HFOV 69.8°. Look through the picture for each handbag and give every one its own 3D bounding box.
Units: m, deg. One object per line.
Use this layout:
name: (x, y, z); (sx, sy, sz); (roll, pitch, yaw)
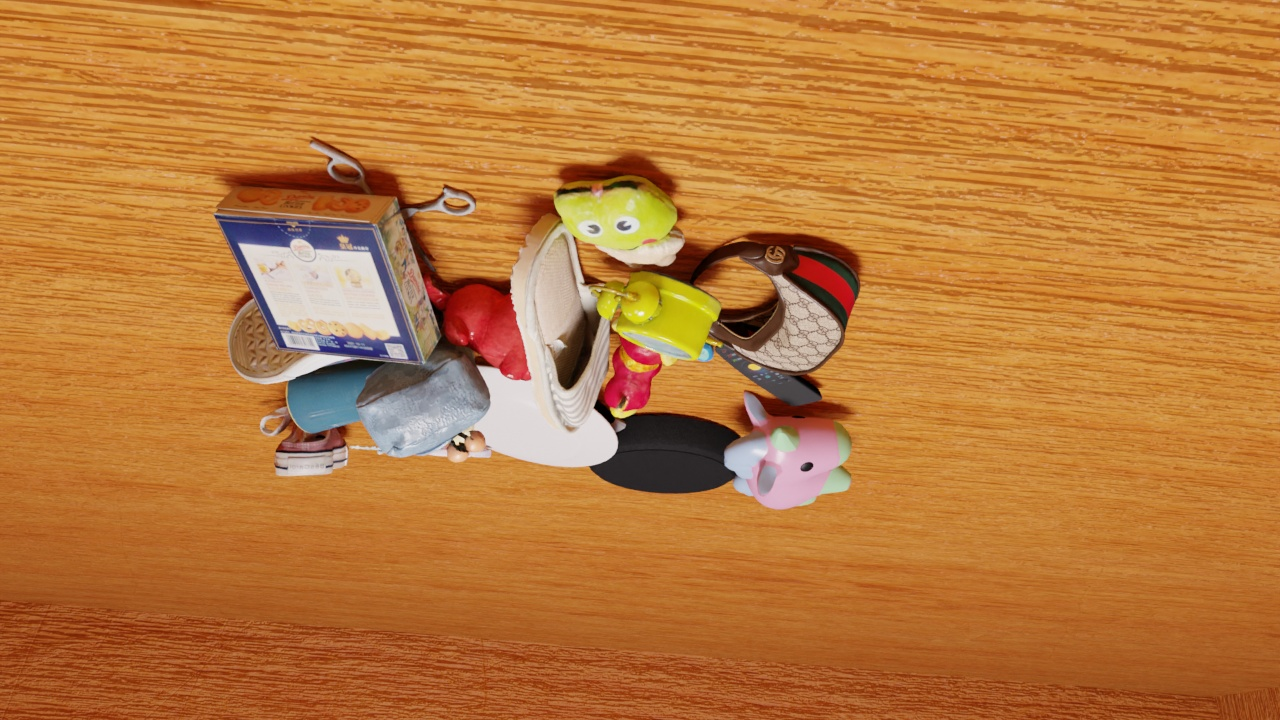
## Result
handbag: (-0.197, 0.042, 0.874); (0.121, 0.118, 0.192); (-31, -166, -11)
handbag: (0.109, -0.048, 0.803); (0.138, 0.063, 0.167); (24, 157, -1)

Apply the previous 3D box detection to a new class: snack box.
snack box: (-0.250, -0.067, 0.747); (0.144, 0.042, 0.145); (6, 133, 14)

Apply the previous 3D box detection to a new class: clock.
clock: (0.011, -0.043, 0.768); (0.119, 0.057, 0.083); (24, 172, -28)

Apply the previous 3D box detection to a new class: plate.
plate: (-0.146, 0.075, 1.075); (0.242, 0.016, 0.243); (12, 151, 7)

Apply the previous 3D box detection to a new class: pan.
pan: (-0.014, 0.095, 1.118); (0.205, 0.044, 0.355); (-14, 150, 33)

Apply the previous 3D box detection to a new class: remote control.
remote control: (0.135, 0.012, 0.950); (0.041, 0.020, 0.151); (-16, 146, 37)

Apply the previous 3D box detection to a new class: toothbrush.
toothbrush: (0.054, -0.014, 0.885); (0.022, 0.017, 0.135); (-8, 171, 11)

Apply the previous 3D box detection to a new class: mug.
mug: (-0.313, 0.033, 1.007); (0.121, 0.078, 0.078); (-10, 151, 16)

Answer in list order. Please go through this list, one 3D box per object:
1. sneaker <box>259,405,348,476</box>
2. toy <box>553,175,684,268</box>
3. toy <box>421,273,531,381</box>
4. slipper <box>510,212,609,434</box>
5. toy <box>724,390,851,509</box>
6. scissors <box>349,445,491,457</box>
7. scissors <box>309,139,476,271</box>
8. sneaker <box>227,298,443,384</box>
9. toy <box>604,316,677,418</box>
sneaker: (-0.406, 0.091, 1.126); (0.118, 0.088, 0.241); (-1, 178, -16)
toy: (-0.011, -0.103, 0.710); (0.092, 0.043, 0.118); (-3, 156, 22)
toy: (-0.135, -0.049, 0.843); (0.133, 0.094, 0.088); (33, -178, -5)
slipper: (-0.062, -0.022, 0.810); (0.054, 0.114, 0.273); (12, 149, 13)
toy: (0.161, 0.122, 1.081); (0.171, 0.120, 0.223); (5, 155, -24)
scissors: (-0.265, 0.112, 1.149); (0.169, 0.014, 0.170); (3, 176, 16)
scissors: (-0.203, -0.121, 0.737); (0.142, 0.014, 0.175); (-12, 148, 24)
sneaker: (-0.294, -0.033, 0.882); (0.236, 0.087, 0.079); (-10, 180, 26)
toy: (-0.005, 0.005, 0.869); (0.067, 0.105, 0.138); (19, 144, -2)
